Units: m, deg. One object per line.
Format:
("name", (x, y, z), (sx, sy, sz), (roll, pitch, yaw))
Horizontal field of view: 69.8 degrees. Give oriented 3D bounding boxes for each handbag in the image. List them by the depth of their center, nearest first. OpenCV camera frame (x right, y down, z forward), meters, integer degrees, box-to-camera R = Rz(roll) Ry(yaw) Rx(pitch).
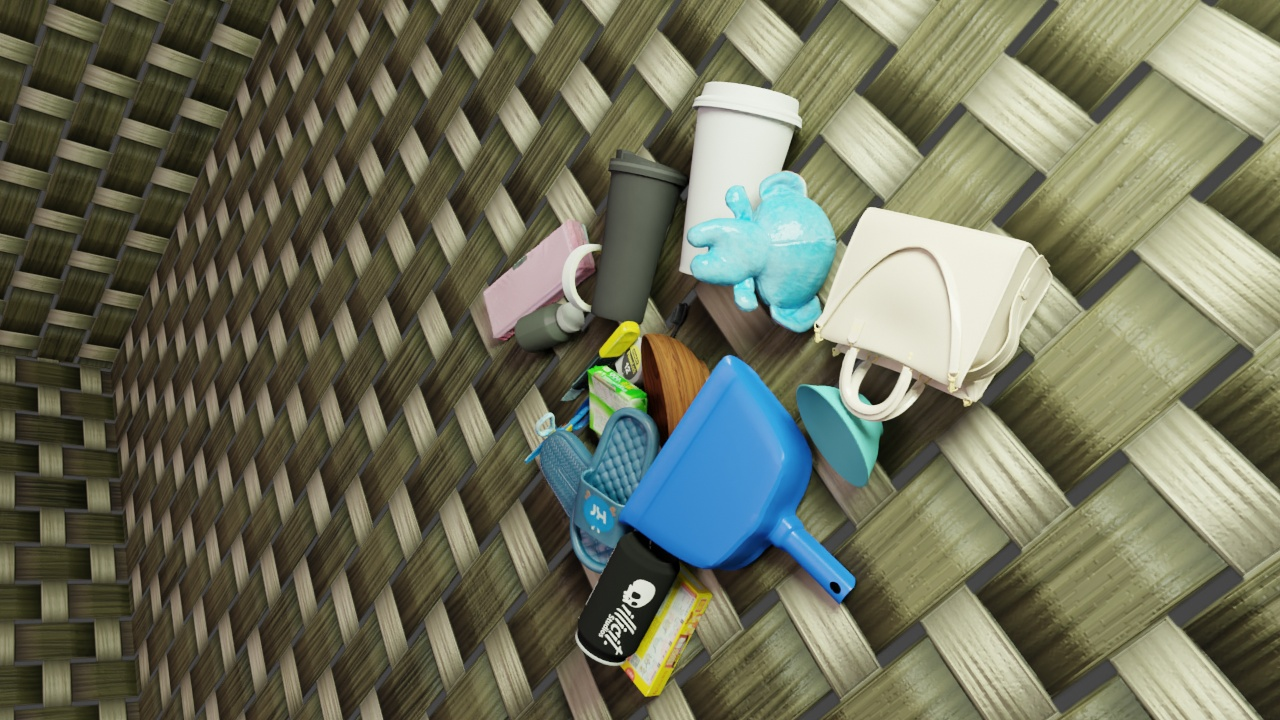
("handbag", (0.261, -0.031, 0.882), (0.195, 0.101, 0.198), (26, 87, 45))

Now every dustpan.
("dustpan", (0.126, 0.168, 1.005), (0.257, 0.059, 0.246), (44, 111, 35))

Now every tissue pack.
("tissue pack", (-0.031, 0.066, 1.211), (0.114, 0.034, 0.100), (34, 135, 46))

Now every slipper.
("slipper", (-0.039, 0.160, 1.134), (0.104, 0.059, 0.214), (21, 100, 32))
("slipper", (-0.059, 0.179, 1.224), (0.214, 0.059, 0.104), (44, 117, 28))

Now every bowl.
("bowl", (0.216, 0.067, 0.949), (0.046, 0.121, 0.121), (-29, 49, -10))
("bowl", (0.050, 0.035, 1.121), (0.147, 0.069, 0.147), (169, 91, -82))

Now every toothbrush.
("toothbrush", (0.019, 0.008, 1.213), (0.014, 0.017, 0.188), (40, 111, 50))

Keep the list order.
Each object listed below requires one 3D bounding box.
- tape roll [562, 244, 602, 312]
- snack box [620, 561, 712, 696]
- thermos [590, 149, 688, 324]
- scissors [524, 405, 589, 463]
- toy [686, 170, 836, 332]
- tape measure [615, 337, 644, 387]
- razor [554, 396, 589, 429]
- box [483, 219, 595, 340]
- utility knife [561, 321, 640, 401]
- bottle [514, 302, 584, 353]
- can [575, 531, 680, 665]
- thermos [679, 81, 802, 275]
("tape roll", (-0.067, -0.114, 1.275), (0.019, 0.094, 0.094), (10, 88, 47))
("snack box", (0.025, 0.326, 1.121), (0.075, 0.025, 0.152), (38, 108, 45))
("thermos", (-0.009, -0.162, 1.228), (0.106, 0.105, 0.219), (20, 100, 47))
("scissors", (-0.120, 0.104, 1.280), (0.125, 0.125, 0.016), (-43, 58, 12))
("toy", (0.130, -0.118, 1.019), (0.115, 0.180, 0.183), (174, 90, -70))
("tape measure", (-0.007, 0.007, 1.229), (0.065, 0.016, 0.064), (-53, 39, 34))
("razor", (-0.087, 0.074, 1.306), (0.141, 0.018, 0.043), (-46, 15, 27))
("box", (-0.159, -0.120, 1.421), (0.234, 0.041, 0.098), (-35, 64, 36))
("utility knife", (-0.059, 0.008, 1.269), (0.198, 0.028, 0.020), (-46, 39, 42))
("bottle", (-0.134, -0.050, 1.357), (0.109, 0.060, 0.060), (-19, 67, 43))
("can", (-0.016, 0.283, 1.096), (0.080, 0.080, 0.146), (40, 109, 44))
("thermos", (0.109, -0.209, 1.100), (0.132, 0.131, 0.222), (23, 105, 47))
